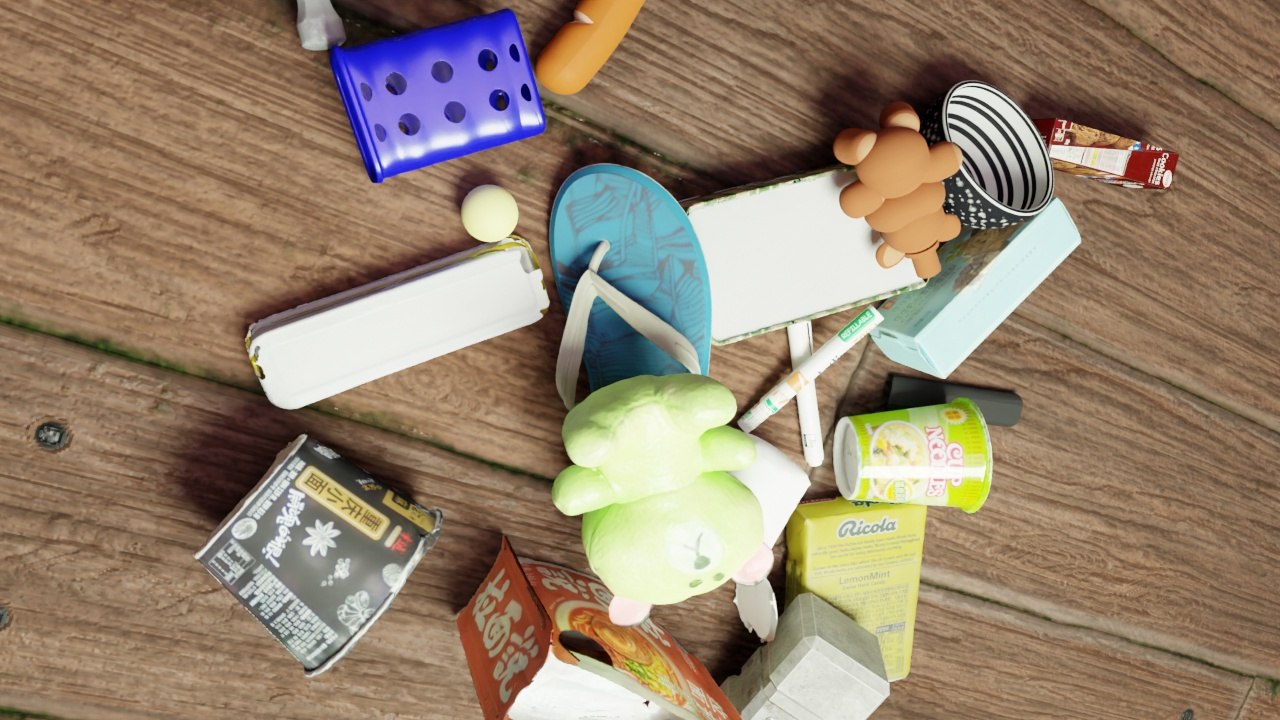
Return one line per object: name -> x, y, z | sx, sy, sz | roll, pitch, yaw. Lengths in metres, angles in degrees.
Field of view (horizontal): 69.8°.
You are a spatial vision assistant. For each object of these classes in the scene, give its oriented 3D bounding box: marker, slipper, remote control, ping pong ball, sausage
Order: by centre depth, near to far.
sausage -> -0.019, -0.259, 0.642 | 0.044, 0.039, 0.164 | 30, 92, -20
ping pong ball -> -0.107, -0.104, 0.648 | 0.040, 0.040, 0.040 | -4, 104, -18
slipper -> -0.004, 0.004, 0.681 | 0.118, 0.060, 0.295 | -2, 108, 7
marker -> 0.138, 0.008, 0.753 | 0.146, 0.017, 0.017 | -42, 113, 12
marker -> 0.142, 0.029, 0.779 | 0.020, 0.017, 0.133 | -4, 108, 21
remote control -> 0.283, 0.038, 0.832 | 0.146, 0.015, 0.033 | 8, 100, -21

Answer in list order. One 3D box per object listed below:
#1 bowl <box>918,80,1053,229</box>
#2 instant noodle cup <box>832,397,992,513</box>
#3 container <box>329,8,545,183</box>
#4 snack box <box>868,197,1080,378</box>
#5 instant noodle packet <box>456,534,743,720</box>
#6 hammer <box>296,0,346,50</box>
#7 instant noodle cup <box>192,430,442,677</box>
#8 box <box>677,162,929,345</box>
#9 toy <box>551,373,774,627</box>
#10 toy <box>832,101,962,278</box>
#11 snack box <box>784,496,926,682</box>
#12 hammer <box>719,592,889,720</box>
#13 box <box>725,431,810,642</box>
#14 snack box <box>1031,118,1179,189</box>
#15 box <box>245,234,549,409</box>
bowl -> 0.267, -0.157, 0.746 | 0.120, 0.067, 0.120 | 11, 65, -26
instant noodle cup -> 0.226, 0.082, 0.781 | 0.108, 0.099, 0.099 | -1, 103, -6
container -> -0.132, -0.173, 0.600 | 0.113, 0.084, 0.085 | -20, 107, -15
snack box -> 0.279, -0.066, 0.774 | 0.174, 0.075, 0.053 | -43, 111, -5
instant noodle packet -> -0.015, 0.234, 0.695 | 0.221, 0.164, 0.084 | 29, 90, -22
hammer -> -0.073, -0.296, 0.596 | 0.323, 0.029, 0.127 | -13, 102, -7
instant noodle cup -> -0.220, 0.123, 0.619 | 0.112, 0.137, 0.137 | 43, 86, -14
box -> 0.128, -0.092, 0.730 | 0.205, 0.051, 0.118 | -18, 105, -15
toy -> 0.014, 0.092, 0.650 | 0.150, 0.107, 0.197 | -18, 131, -13
toy -> 0.199, -0.124, 0.695 | 0.095, 0.065, 0.128 | -25, 118, 6
snack box -> 0.189, 0.209, 0.826 | 0.121, 0.045, 0.181 | -5, 106, -16
hammer -> 0.221, 0.353, 0.777 | 0.317, 0.082, 0.163 | 34, 107, -4
box -> 0.091, 0.148, 0.759 | 0.126, 0.084, 0.156 | 29, 93, -29
snack box -> 0.393, -0.179, 0.800 | 0.140, 0.051, 0.032 | 8, 100, -21
box -> -0.169, -0.029, 0.652 | 0.209, 0.037, 0.064 | -21, 114, -14
